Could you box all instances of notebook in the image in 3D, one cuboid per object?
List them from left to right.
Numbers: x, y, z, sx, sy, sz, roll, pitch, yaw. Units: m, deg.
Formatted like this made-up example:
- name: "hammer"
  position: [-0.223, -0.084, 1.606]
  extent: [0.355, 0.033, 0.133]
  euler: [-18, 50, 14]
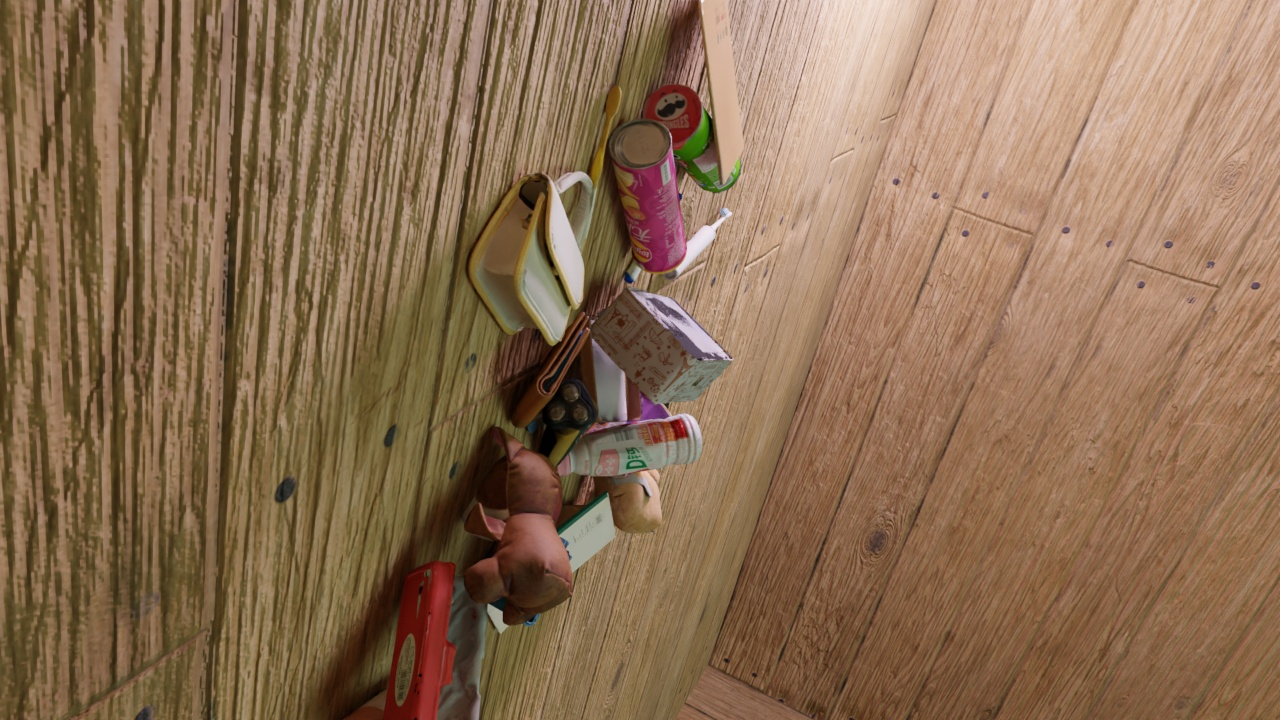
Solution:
- name: "notebook"
  position: [-0.119, 0.269, 1.222]
  extent: [0.208, 0.012, 0.151]
  euler: [-36, 151, -19]
- name: "notebook"
  position: [0.098, -0.334, 1.100]
  extent: [0.147, 0.008, 0.208]
  euler: [-63, 148, -56]

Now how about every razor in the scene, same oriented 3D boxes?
- name: "razor"
  position: [-0.095, 0.083, 1.083]
  extent: [0.067, 0.062, 0.168]
  euler: [-18, 158, -26]

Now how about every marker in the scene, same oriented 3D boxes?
- name: "marker"
  position: [0.017, -0.163, 1.209]
  extent: [0.145, 0.017, 0.017]
  euler: [-61, 161, -18]

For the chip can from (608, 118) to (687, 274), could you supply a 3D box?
- name: "chip can"
  position: [0.012, -0.187, 1.076]
  extent: [0.071, 0.071, 0.211]
  euler: [-61, 161, -21]

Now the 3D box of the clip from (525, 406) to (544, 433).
- name: "clip"
  position: [-0.118, 0.060, 1.091]
  extent: [0.056, 0.028, 0.024]
  euler: [-53, 157, -15]

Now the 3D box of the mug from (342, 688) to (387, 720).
- name: "mug"
  position: [-0.272, 0.402, 0.955]
  extent: [0.115, 0.081, 0.105]
  euler: [-57, 167, 16]

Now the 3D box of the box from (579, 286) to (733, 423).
- name: "box"
  position: [-0.009, 0.008, 1.160]
  extent: [0.168, 0.150, 0.181]
  euler: [-49, 163, 14]

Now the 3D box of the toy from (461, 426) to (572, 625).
- name: "toy"
  position: [-0.133, 0.177, 0.981]
  extent: [0.140, 0.131, 0.199]
  euler: [62, 22, -52]

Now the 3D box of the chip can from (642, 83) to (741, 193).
- name: "chip can"
  position: [0.070, -0.269, 1.142]
  extent: [0.072, 0.072, 0.235]
  euler: [-69, 162, 3]

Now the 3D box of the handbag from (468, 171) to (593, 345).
- name: "handbag"
  position: [-0.086, -0.117, 0.903]
  extent: [0.163, 0.063, 0.178]
  euler: [70, 41, -67]

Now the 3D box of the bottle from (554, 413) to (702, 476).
- name: "bottle"
  position: [-0.020, 0.117, 1.200]
  extent: [0.196, 0.068, 0.068]
  euler: [-9, 132, -18]

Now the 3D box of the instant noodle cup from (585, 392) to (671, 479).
- name: "instant noodle cup"
  position: [-0.021, 0.107, 1.293]
  extent: [0.099, 0.111, 0.112]
  euler: [-45, 153, -32]

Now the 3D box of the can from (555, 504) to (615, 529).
- name: "can"
  position: [-0.082, 0.240, 1.340]
  extent: [0.058, 0.058, 0.146]
  euler: [-67, 163, -1]

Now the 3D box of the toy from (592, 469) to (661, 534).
- name: "toy"
  position: [-0.009, 0.201, 1.412]
  extent: [0.226, 0.082, 0.143]
  euler: [37, 36, -72]

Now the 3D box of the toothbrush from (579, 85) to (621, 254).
- name: "toothbrush"
  position: [-0.048, -0.198, 0.982]
  extent: [0.018, 0.016, 0.192]
  euler: [-45, 153, -69]

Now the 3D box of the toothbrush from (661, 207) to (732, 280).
- name: "toothbrush"
  position: [0.091, -0.181, 1.388]
  extent: [0.027, 0.026, 0.220]
  euler: [-31, -168, 43]

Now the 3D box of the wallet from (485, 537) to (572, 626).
- name: "wallet"
  position: [-0.142, 0.244, 1.077]
  extent: [0.040, 0.133, 0.106]
  euler: [39, 71, -32]

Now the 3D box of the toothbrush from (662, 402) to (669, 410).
- name: "toothbrush"
  position: [0.042, 0.033, 1.510]
  extent: [0.027, 0.026, 0.213]
  euler: [-102, -164, -53]

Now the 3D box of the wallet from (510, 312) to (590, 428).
- name: "wallet"
  position: [-0.093, 0.009, 0.999]
  extent: [0.118, 0.035, 0.131]
  euler: [-64, -171, -26]

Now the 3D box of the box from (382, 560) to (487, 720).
- name: "box"
  position: [-0.195, 0.309, 0.912]
  extent: [0.099, 0.096, 0.201]
  euler: [23, 55, -33]
